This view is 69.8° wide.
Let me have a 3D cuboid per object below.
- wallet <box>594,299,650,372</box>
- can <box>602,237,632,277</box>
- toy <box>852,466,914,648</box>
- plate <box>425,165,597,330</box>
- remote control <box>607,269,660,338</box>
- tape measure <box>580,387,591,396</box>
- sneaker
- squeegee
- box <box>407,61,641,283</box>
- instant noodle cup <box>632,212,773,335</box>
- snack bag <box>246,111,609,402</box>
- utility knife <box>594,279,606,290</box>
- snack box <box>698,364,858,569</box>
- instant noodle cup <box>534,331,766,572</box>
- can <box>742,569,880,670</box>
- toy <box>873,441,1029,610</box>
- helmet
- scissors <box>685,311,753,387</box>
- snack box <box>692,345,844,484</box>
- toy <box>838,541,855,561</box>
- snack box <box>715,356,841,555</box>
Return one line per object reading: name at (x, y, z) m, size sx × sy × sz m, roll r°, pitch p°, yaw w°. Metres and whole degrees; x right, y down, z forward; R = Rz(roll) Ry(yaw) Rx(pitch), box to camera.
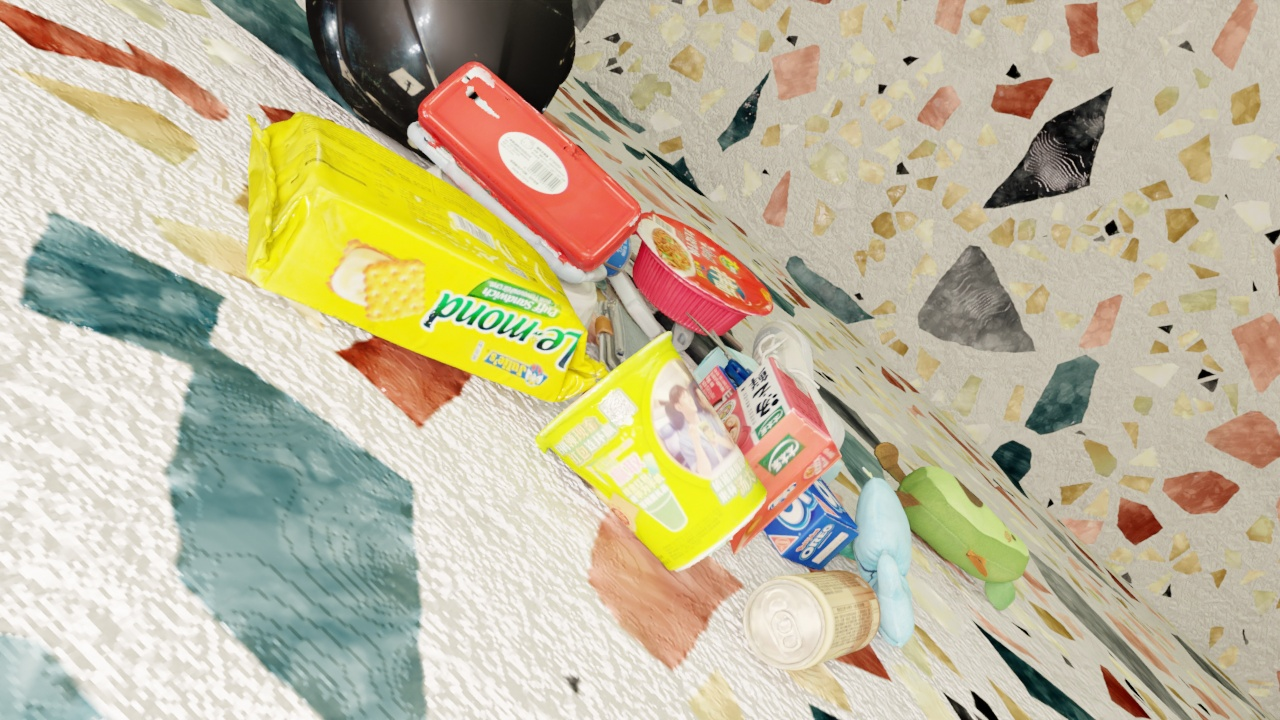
wallet at (-0.005, 0.005, 0.818) m, size 0.106 × 0.037 × 0.129 m, roll 48°, pitch 13°, yaw -22°
can at (-0.074, -0.134, 0.969) m, size 0.134 × 0.053 × 0.053 m, roll 20°, pitch 26°, yaw -41°
toy at (0.209, 0.165, 0.788) m, size 0.161 × 0.050 × 0.156 m, roll 49°, pitch 37°, yaw -69°
plate at (-0.118, -0.098, 0.802) m, size 0.205 × 0.046 × 0.204 m, roll 39°, pitch 15°, yaw -13°
remote control at (-0.015, -0.077, 1.028) m, size 0.056 × 0.020 × 0.136 m, roll 52°, pitch 6°, yaw -39°
tape measure at (-0.015, 0.047, 0.669) m, size 0.058 × 0.039 × 0.057 m, roll 44°, pitch 15°, yaw 26°
sneaker at (0.165, 0.023, 1.112) m, size 0.090 × 0.090 × 0.241 m, roll 29°, pitch 26°, yaw -27°
squeegee at (0.052, -0.061, 1.140) m, size 0.247 × 0.040 × 0.249 m, roll 40°, pitch 16°, yaw -11°
box at (-0.100, -0.146, 0.781) m, size 0.201 × 0.095 × 0.099 m, roll 42°, pitch -14°, yaw 5°
instant noodle cup at (0.060, -0.093, 1.078) m, size 0.194 × 0.066 × 0.193 m, roll 29°, pitch 25°, yaw -15°
snack bag at (-0.136, -0.068, 0.595) m, size 0.246 × 0.068 × 0.158 m, roll 26°, pitch 21°, yaw -34°
utility knife at (-0.067, -0.129, 1.072) m, size 0.029 × 0.013 × 0.186 m, roll 32°, pitch 18°, yaw -33°
snack box at (0.112, 0.091, 0.827) m, size 0.057 × 0.058 × 0.207 m, roll 29°, pitch 20°, yaw -41°
instant noodle cup at (0.013, 0.063, 0.583) m, size 0.123 × 0.112 × 0.111 m, roll 51°, pitch 16°, yaw 3°
can at (0.117, 0.172, 0.615) m, size 0.058 × 0.059 × 0.116 m, roll 51°, pitch 17°, yaw 28°
toy at (0.398, 0.205, 1.173) m, size 0.246 × 0.090 × 0.226 m, roll 36°, pitch 22°, yaw -9°
helmet at (-0.197, -0.319, 0.866) m, size 0.274 × 0.230 × 0.234 m, roll 31°, pitch -12°, yaw -28°
scissors at (0.094, 0.005, 0.892) m, size 0.162 × 0.012 × 0.163 m, roll 42°, pitch 12°, yaw 10°
snack box at (0.134, 0.061, 0.976) m, size 0.074 × 0.052 × 0.175 m, roll 19°, pitch 27°, yaw -53°
toy at (0.180, 0.154, 0.880) m, size 0.096 × 0.030 × 0.092 m, roll 33°, pitch 13°, yaw -38°
snack box at (0.087, 0.070, 0.715) m, size 0.044 × 0.113 × 0.127 m, roll 39°, pitch 15°, yaw -16°
